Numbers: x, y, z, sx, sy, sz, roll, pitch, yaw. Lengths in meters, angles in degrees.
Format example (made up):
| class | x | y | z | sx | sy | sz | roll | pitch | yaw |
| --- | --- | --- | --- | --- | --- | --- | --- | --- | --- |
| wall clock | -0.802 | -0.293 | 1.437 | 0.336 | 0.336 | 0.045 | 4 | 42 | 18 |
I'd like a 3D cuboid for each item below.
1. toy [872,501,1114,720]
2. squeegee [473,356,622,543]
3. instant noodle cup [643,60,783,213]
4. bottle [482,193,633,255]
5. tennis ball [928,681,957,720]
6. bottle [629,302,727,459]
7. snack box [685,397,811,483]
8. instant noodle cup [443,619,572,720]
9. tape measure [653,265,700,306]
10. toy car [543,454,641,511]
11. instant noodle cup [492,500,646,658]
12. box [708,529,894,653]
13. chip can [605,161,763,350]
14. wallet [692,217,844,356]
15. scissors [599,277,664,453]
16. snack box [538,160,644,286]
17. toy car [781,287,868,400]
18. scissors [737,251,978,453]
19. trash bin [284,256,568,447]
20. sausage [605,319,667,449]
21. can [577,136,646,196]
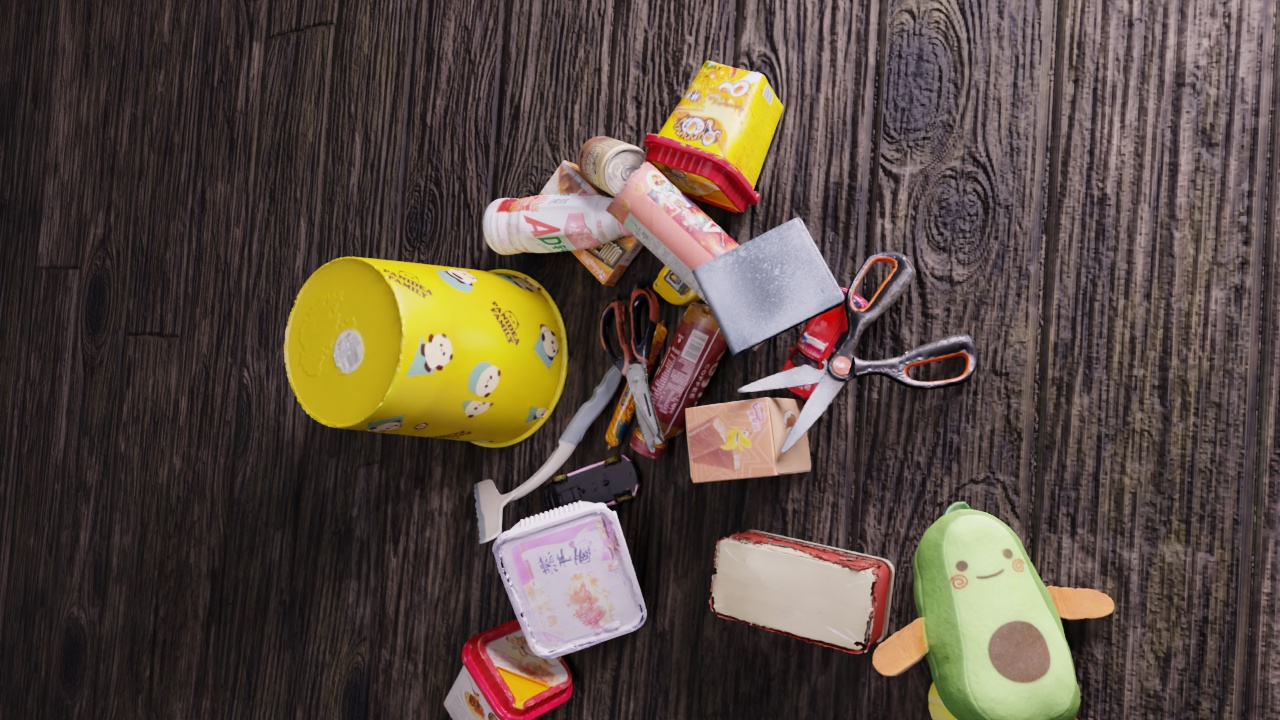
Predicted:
| class | x | y | z | sx | sy | sz | roll | pitch | yaw |
| --- | --- | --- | --- | --- | --- | --- | --- | --- | --- |
| toy | 0.302 | 0.238 | 0.778 | 0.090 | 0.226 | 0.246 | 117 | 141 | -64 |
| squeegee | -0.094 | 0.096 | 1.067 | 0.039 | 0.246 | 0.246 | 44 | 86 | -13 |
| instant noodle cup | 0.084 | -0.239 | 0.974 | 0.116 | 0.116 | 0.123 | 25 | 88 | 31 |
| bottle | -0.087 | -0.160 | 1.063 | 0.197 | 0.068 | 0.068 | 1 | 87 | 28 |
| tennis ball | 0.294 | 0.310 | 0.829 | 0.066 | 0.065 | 0.065 | -2 | 85 | 31 |
| bottle | 0.042 | 0.025 | 1.006 | 0.057 | 0.057 | 0.175 | 33 | 104 | 29 |
| snack box | 0.111 | 0.082 | 0.939 | 0.095 | 0.092 | 0.077 | -10 | 81 | 31 |
| instant noodle cup | -0.162 | 0.388 | 1.082 | 0.116 | 0.116 | 0.124 | 49 | 123 | 24 |
| tape measure | 0.046 | -0.090 | 1.028 | 0.057 | 0.028 | 0.060 | 43 | 109 | 25 |
| toy car | -0.055 | 0.150 | 1.071 | 0.122 | 0.037 | 0.056 | -21 | 79 | 16 |
| instant noodle cup | -0.079 | 0.233 | 1.015 | 0.138 | 0.060 | 0.173 | -17 | 113 | -3 |
| box | 0.156 | 0.225 | 0.911 | 0.169 | 0.079 | 0.091 | 7 | 91 | 31 |
| chip can | 0.064 | -0.108 | 0.951 | 0.214 | 0.071 | 0.071 | 43 | 109 | 3 |
| wallet | 0.124 | -0.072 | 0.891 | 0.121 | 0.019 | 0.097 | -26 | 78 | 4 |
| scissors | 0.003 | 0.000 | 1.008 | 0.206 | 0.015 | 0.194 | 24 | 91 | 52 |
| snack box | -0.062 | -0.165 | 1.101 | 0.153 | 0.026 | 0.075 | 48 | 111 | 25 |
| toy car | 0.184 | -0.017 | 0.931 | 0.053 | 0.045 | 0.121 | 33 | 106 | 30 |
| scissors | 0.214 | -0.003 | 0.874 | 0.224 | 0.022 | 0.220 | 16 | 80 | 9 |
| trash bin | -0.249 | -0.012 | 1.071 | 0.230 | 0.254 | 0.229 | -3 | 85 | 31 |
| sausage | -0.006 | 0.029 | 1.056 | 0.021 | 0.021 | 0.165 | 28 | 102 | 30 |
| can | -0.030 | -0.219 | 1.035 | 0.058 | 0.058 | 0.116 | -66 | 24 | 10 |
